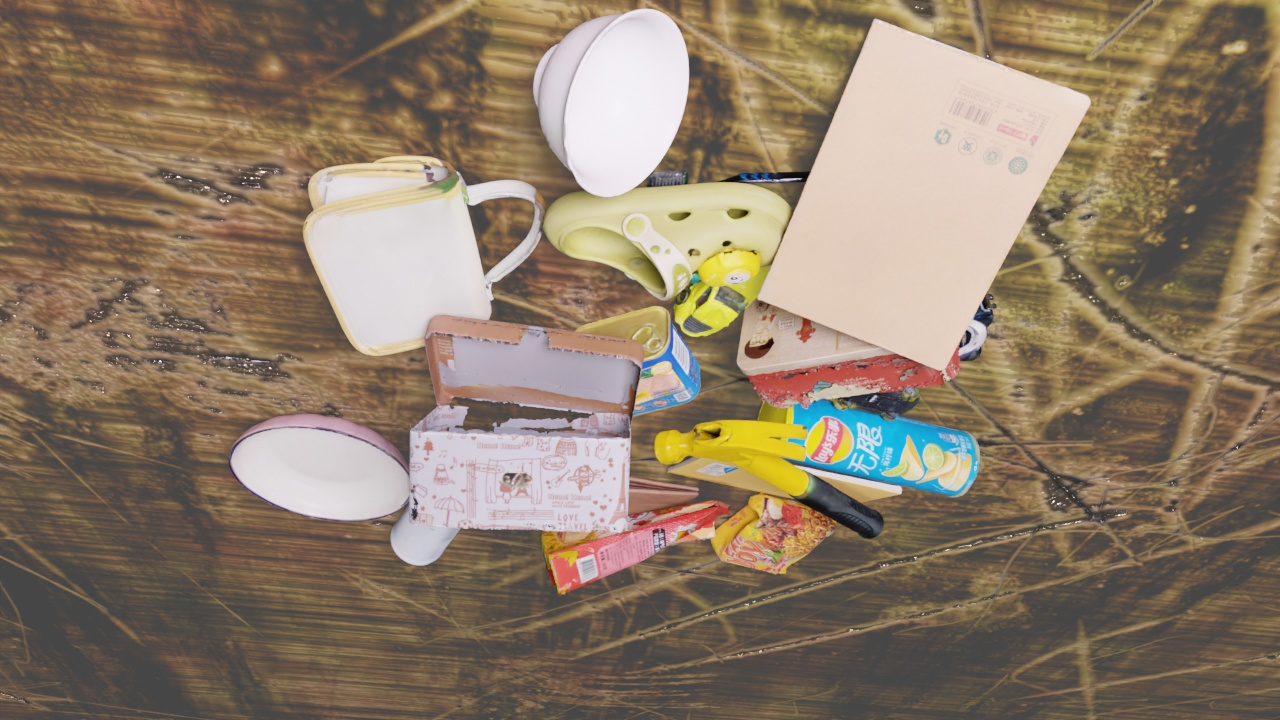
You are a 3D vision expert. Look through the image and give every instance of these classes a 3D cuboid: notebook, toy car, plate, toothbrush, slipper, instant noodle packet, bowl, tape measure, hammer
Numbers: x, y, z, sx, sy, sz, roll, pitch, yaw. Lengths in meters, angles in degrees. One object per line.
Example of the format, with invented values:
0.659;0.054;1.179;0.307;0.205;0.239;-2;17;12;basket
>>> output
0.186;-0.106;0.631;0.148;0.008;0.208;22;117;4;notebook
0.071;-0.055;0.772;0.048;0.032;0.105;26;134;-26;toy car
-0.339;0.111;0.989;0.192;0.039;0.193;1;141;1;plate
0.099;-0.137;0.683;0.189;0.014;0.016;-2;125;5;toothbrush
0.021;-0.082;0.692;0.190;0.081;0.092;2;163;2;slipper
0.153;0.209;1.086;0.110;0.044;0.129;19;139;-14;instant noodle packet
0.218;0.028;0.863;0.091;0.036;0.043;16;138;-15;toy car
-0.029;-0.173;0.594;0.065;0.118;0.118;30;152;30;bowl
0.265;-0.030;0.793;0.066;0.033;0.066;-1;139;0;tape measure
0.147;0.126;0.967;0.206;0.010;0.146;13;162;-13;notebook
0.151;0.118;0.874;0.129;0.032;0.300;-12;150;38;hammer

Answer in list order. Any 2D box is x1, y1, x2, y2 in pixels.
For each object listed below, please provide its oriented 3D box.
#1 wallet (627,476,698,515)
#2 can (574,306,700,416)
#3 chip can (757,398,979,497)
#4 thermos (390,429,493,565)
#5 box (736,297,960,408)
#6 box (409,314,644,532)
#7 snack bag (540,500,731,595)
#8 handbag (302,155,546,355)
-0.005;0.164;1.041;0.115;0.020;0.101;10;144;-31;wallet
-0.005;0.005;0.830;0.102;0.057;0.083;-14;141;20;can
0.223;0.082;0.902;0.210;0.071;0.071;14;140;-14;chip can
-0.214;0.152;1.008;0.073;0.073;0.225;19;138;-20;thermos
0.173;-0.013;0.756;0.169;0.091;0.078;-10;139;30;box
-0.090;0.042;0.768;0.182;0.150;0.166;3;98;-3;box
-0.005;0.201;1.028;0.207;0.073;0.129;-14;157;-10;snack bag
-0.161;-0.090;0.729;0.178;0.063;0.164;-12;142;-7;handbag
